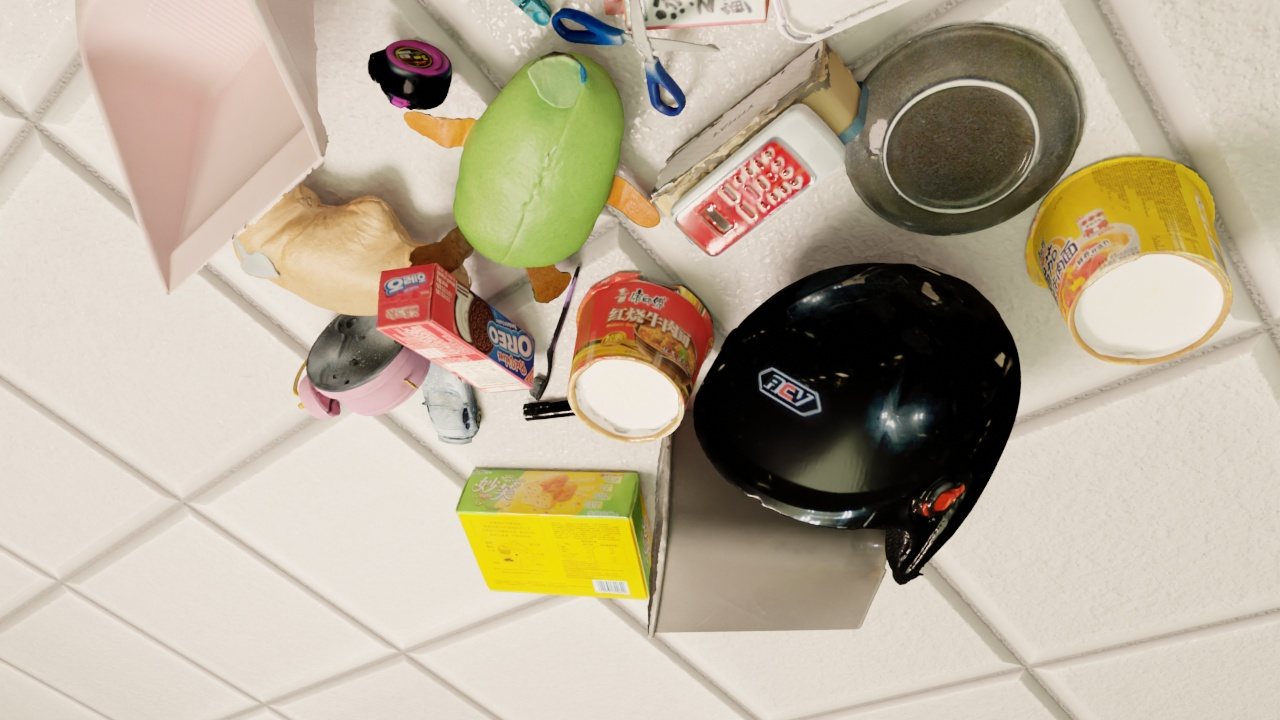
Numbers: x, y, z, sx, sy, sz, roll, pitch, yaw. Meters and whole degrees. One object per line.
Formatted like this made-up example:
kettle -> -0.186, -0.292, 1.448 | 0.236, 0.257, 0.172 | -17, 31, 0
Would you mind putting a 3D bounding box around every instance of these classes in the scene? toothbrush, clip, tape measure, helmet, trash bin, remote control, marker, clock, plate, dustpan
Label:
toothbrush -> -0.087, -0.024, 0.923 | 0.017, 0.014, 0.189 | 27, 132, 5
clip -> -0.089, -0.277, 0.695 | 0.013, 0.038, 0.055 | -27, 130, 32
tape measure -> -0.181, -0.227, 0.735 | 0.058, 0.056, 0.039 | 36, 135, 12
helmet -> 0.178, 0.032, 0.752 | 0.233, 0.274, 0.231 | 37, 117, 33
trash bin -> 0.121, 0.169, 0.938 | 0.220, 0.198, 0.199 | 4, 134, -1
remote control -> 0.083, -0.127, 0.668 | 0.056, 0.020, 0.136 | 42, 128, -18
marker -> -0.064, 0.048, 0.977 | 0.132, 0.020, 0.022 | -8, 128, 20
clock -> -0.286, 0.003, 0.927 | 0.159, 0.117, 0.060 | -9, 140, 18
plate -> 0.247, -0.168, 0.710 | 0.179, 0.024, 0.180 | 7, 132, 7
dustpan -> -0.353, -0.219, 0.687 | 0.223, 0.273, 0.138 | -30, 144, 30

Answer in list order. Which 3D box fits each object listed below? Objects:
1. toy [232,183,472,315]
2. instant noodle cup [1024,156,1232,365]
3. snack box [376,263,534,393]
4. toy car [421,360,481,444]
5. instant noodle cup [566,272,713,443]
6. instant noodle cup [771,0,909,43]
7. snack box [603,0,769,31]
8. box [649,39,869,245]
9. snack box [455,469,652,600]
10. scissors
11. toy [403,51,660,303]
toy -> -0.267, -0.097, 0.856 | 0.226, 0.082, 0.144 | 18, 142, -7
instant noodle cup -> 0.380, -0.070, 0.709 | 0.138, 0.109, 0.138 | 7, 133, 7
snack box -> -0.164, -0.023, 0.850 | 0.058, 0.057, 0.207 | -6, 160, 16
toy car -> -0.208, 0.041, 0.994 | 0.054, 0.036, 0.121 | 4, 128, 10
instant noodle cup -> -0.005, 0.005, 0.865 | 0.138, 0.108, 0.138 | 7, 132, 7
instant noodle cup -> 0.145, -0.296, 0.570 | 0.173, 0.060, 0.138 | -24, 125, 2
snack box -> 0.024, -0.293, 0.638 | 0.127, 0.044, 0.113 | 1, 131, 13
box -> 0.093, -0.168, 0.703 | 0.185, 0.089, 0.059 | -28, 116, 36
snack box -> -0.095, 0.207, 1.090 | 0.210, 0.069, 0.158 | 0, 131, 13
scissors -> -0.002, -0.227, 0.668 | 0.176, 0.012, 0.162 | 27, 171, 32
toy -> -0.088, -0.149, 0.760 | 0.226, 0.089, 0.247 | 16, 131, -21
